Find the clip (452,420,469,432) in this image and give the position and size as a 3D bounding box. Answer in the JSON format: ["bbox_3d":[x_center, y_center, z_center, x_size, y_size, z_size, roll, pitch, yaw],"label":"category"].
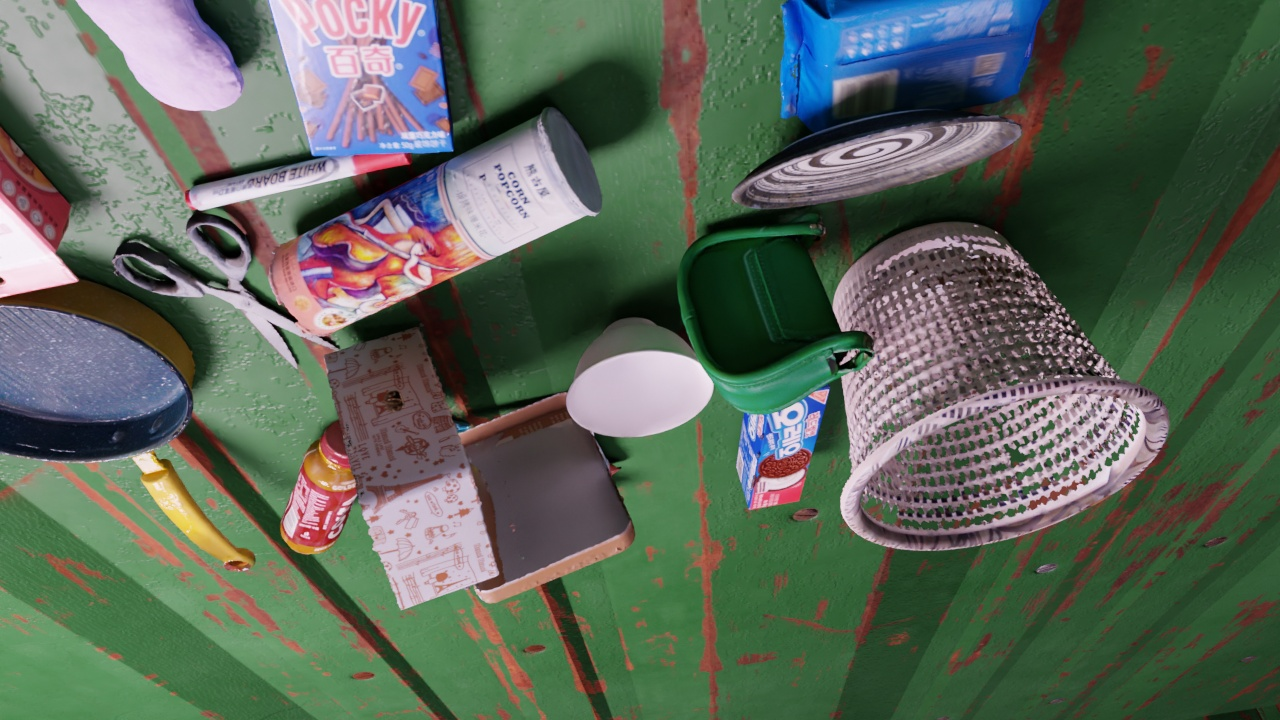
[{"bbox_3d":[-0.180,0.062,0.825,0.057,0.049,0.015,22,137,-23],"label":"clip"}]

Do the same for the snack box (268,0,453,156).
[{"bbox_3d":[-0.152,-0.180,0.501,0.084,0.026,0.157,-4,143,-7],"label":"snack box"}]

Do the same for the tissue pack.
[{"bbox_3d":[0.158,-0.189,0.535,0.157,0.052,0.095,-10,147,2],"label":"tissue pack"}]

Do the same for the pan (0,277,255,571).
[{"bbox_3d":[-0.415,0.068,0.734,0.198,0.078,0.358,-14,143,8],"label":"pan"}]

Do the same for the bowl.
[{"bbox_3d":[-0.004,0.004,0.748,0.118,0.064,0.118,-6,144,-5],"label":"bowl"}]

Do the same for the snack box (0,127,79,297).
[{"bbox_3d":[-0.419,-0.093,0.545,0.113,0.044,0.127,-11,142,1],"label":"snack box"}]

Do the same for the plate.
[{"bbox_3d":[0.143,-0.130,0.579,0.179,0.024,0.179,-11,178,-1],"label":"plate"}]

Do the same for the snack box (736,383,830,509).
[{"bbox_3d":[0.129,0.067,0.869,0.058,0.057,0.208,-9,143,-6],"label":"snack box"}]

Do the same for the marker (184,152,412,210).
[{"bbox_3d":[-0.217,-0.117,0.580,0.145,0.017,0.017,-12,144,3],"label":"marker"}]

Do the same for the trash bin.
[{"bbox_3d":[0.243,0.010,0.700,0.227,0.191,0.228,-6,143,-4],"label":"trash bin"}]

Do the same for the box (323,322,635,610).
[{"bbox_3d":[-0.118,0.072,0.711,0.192,0.183,0.157,-19,134,-13],"label":"box"}]

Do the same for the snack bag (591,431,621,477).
[{"bbox_3d":[-0.052,0.091,0.887,0.048,0.026,0.104,-21,142,6],"label":"snack bag"}]

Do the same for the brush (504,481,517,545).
[{"bbox_3d":[-0.113,0.158,0.928,0.145,0.069,0.063,-2,144,-9],"label":"brush"}]

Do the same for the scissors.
[{"bbox_3d":[-0.291,-0.046,0.663,0.159,0.014,0.171,9,141,-24],"label":"scissors"}]

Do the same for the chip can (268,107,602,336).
[{"bbox_3d":[-0.135,-0.086,0.596,0.215,0.071,0.071,-21,142,17],"label":"chip can"}]

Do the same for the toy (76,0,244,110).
[{"bbox_3d":[-0.256,-0.172,0.480,0.084,0.038,0.108,-1,150,14],"label":"toy"}]

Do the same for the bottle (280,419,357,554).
[{"bbox_3d":[-0.287,0.116,0.843,0.057,0.057,0.175,11,139,-25],"label":"bottle"}]

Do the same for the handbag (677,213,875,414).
[{"bbox_3d":[0.093,-0.036,0.663,0.120,0.131,0.068,-22,151,10],"label":"handbag"}]
